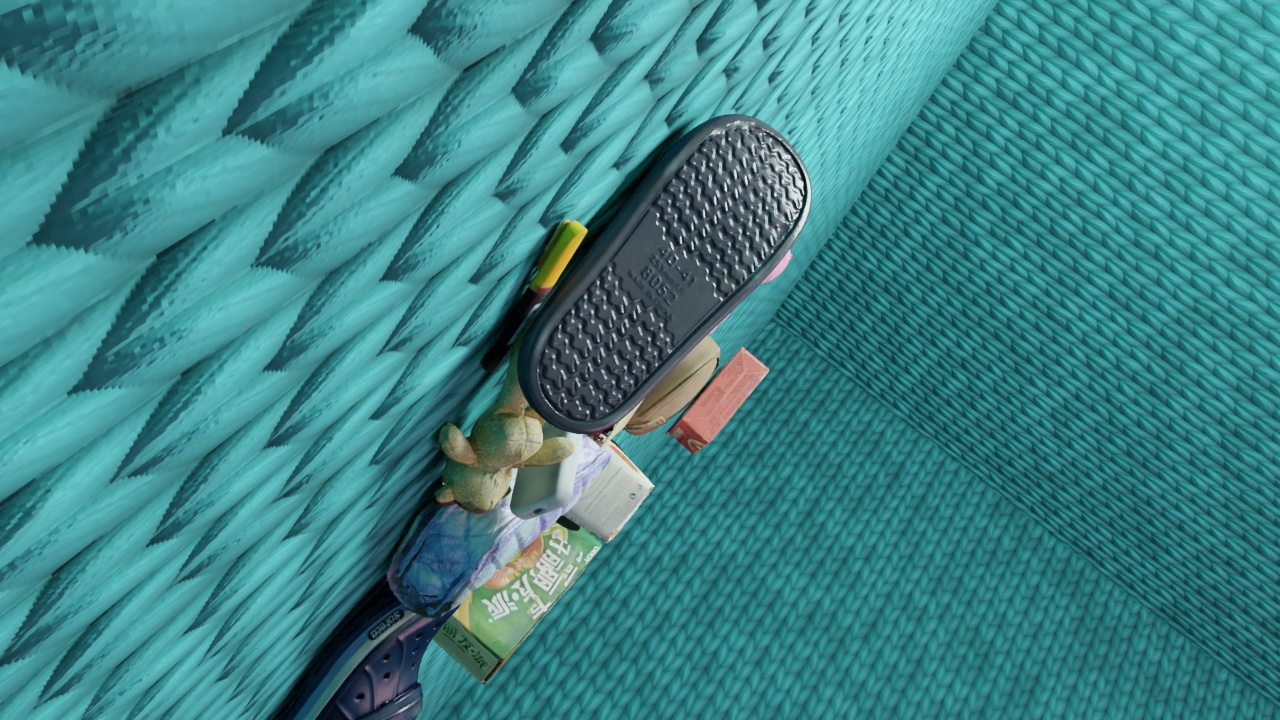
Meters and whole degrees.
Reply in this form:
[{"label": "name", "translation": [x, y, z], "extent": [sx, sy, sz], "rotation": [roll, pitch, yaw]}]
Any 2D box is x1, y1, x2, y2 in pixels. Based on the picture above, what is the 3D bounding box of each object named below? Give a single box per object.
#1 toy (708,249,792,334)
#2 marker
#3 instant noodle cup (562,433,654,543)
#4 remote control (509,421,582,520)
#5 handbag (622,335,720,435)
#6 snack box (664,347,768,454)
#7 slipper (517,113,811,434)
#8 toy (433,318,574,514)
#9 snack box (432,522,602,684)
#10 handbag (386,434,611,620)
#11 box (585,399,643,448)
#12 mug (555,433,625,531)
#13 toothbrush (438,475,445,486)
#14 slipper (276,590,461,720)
[{"label": "toy", "translation": [0.062, -0.087, 0.752], "extent": [0.178, 0.074, 0.195], "rotation": [-12, 140, -35]}, {"label": "marker", "translation": [-0.068, -0.037, 0.559], "extent": [0.124, 0.015, 0.018], "rotation": [-53, 172, 33]}, {"label": "instant noodle cup", "translation": [-0.057, 0.125, 0.981], "extent": [0.116, 0.124, 0.116], "rotation": [-51, 173, -3]}, {"label": "remote control", "translation": [-0.067, 0.059, 0.714], "extent": [0.056, 0.020, 0.135], "rotation": [-26, -140, 34]}, {"label": "handbag", "translation": [0.019, 0.016, 1.051], "extent": [0.147, 0.100, 0.204], "rotation": [-44, 172, -2]}, {"label": "snack box", "translation": [0.088, 0.052, 1.086], "extent": [0.113, 0.044, 0.127], "rotation": [-49, 177, -14]}, {"label": "slipper", "translation": [0.008, -0.065, 0.628], "extent": [0.267, 0.110, 0.083], "rotation": [-49, -157, -18]}, {"label": "toy", "translation": [-0.093, 0.042, 0.640], "extent": [0.105, 0.066, 0.157], "rotation": [6, 124, -42]}, {"label": "snack box", "translation": [-0.155, 0.268, 1.119], "extent": [0.063, 0.114, 0.239], "rotation": [-56, 171, 35]}, {"label": "handbag", "translation": [-0.117, 0.126, 0.788], "extent": [0.134, 0.075, 0.193], "rotation": [-51, 170, 33]}, {"label": "box", "translation": [-0.005, 0.005, 0.890], "extent": [0.169, 0.079, 0.091], "rotation": [-55, 172, 23]}, {"label": "mug", "translation": [-0.086, 0.144, 1.132], "extent": [0.103, 0.083, 0.124], "rotation": [-49, -161, -27]}, {"label": "toothbrush", "translation": [-0.119, 0.070, 0.774], "extent": [0.017, 0.014, 0.188], "rotation": [-41, 178, 26]}, {"label": "slipper", "translation": [-0.242, 0.293, 0.800], "extent": [0.253, 0.095, 0.105], "rotation": [-49, 176, 7]}]
